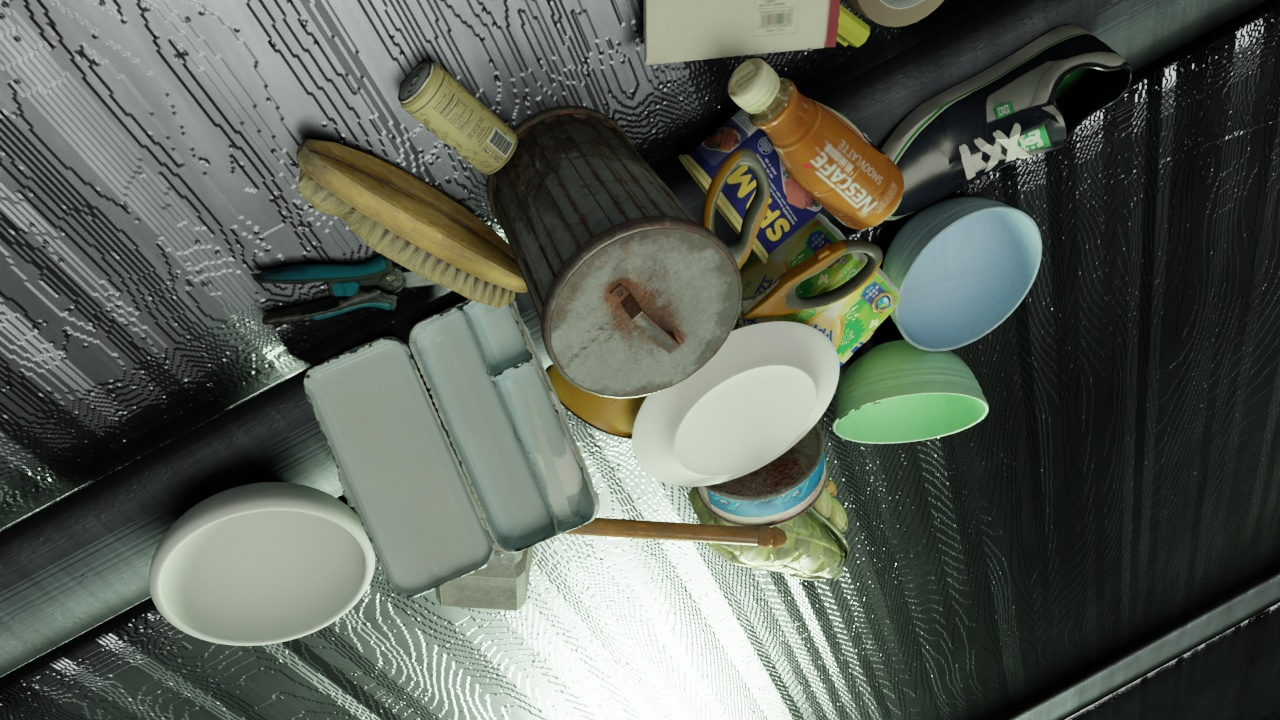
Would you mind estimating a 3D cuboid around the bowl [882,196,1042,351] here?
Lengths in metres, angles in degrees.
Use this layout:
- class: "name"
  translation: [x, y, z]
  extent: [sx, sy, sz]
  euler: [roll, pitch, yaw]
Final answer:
- class: "bowl"
  translation: [0.284, -0.090, 0.851]
  extent: [0.150, 0.074, 0.151]
  euler: [-12, 129, -15]

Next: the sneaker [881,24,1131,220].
- class: "sneaker"
  translation: [0.300, -0.191, 0.776]
  extent: [0.235, 0.079, 0.084]
  euler: [-34, 133, 5]

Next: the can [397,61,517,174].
- class: "can"
  translation: [-0.126, -0.167, 0.636]
  extent: [0.038, 0.038, 0.079]
  euler: [-43, 131, 12]

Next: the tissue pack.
- class: "tissue pack"
  translation: [0.140, -0.017, 0.825]
  extent: [0.198, 0.120, 0.141]
  euler: [-43, 130, 20]

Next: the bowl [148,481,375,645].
- class: "bowl"
  translation: [-0.323, 0.164, 0.792]
  extent: [0.176, 0.066, 0.177]
  euler: [-12, 130, -15]

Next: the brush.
- class: "brush"
  translation: [-0.161, -0.096, 0.664]
  extent: [0.195, 0.059, 0.043]
  euler: [29, 119, -35]

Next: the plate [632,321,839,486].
- class: "plate"
  translation: [0.085, 0.047, 0.761]
  extent: [0.188, 0.016, 0.189]
  euler: [-15, 137, -15]

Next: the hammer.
- class: "hammer"
  translation: [-0.025, 0.152, 0.834]
  extent: [0.317, 0.082, 0.163]
  euler: [4, 127, -1]

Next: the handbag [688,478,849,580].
- class: "handbag"
  translation: [0.144, 0.158, 0.964]
  extent: [0.186, 0.113, 0.117]
  euler: [21, 108, -34]

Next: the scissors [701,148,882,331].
- class: "scissors"
  translation: [0.089, -0.050, 0.708]
  extent: [0.216, 0.016, 0.226]
  euler: [3, 121, -18]

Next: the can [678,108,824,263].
- class: "can"
  translation: [0.101, -0.149, 0.737]
  extent: [0.092, 0.056, 0.116]
  euler: [-40, 131, 8]

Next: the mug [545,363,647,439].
- class: "mug"
  translation: [-0.004, 0.005, 0.774]
  extent: [0.124, 0.100, 0.094]
  euler: [34, 110, 0]

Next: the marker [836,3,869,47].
- class: "marker"
  translation: [0.121, -0.269, 0.678]
  extent: [0.123, 0.017, 0.021]
  euler: [21, 148, -33]

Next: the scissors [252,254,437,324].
- class: "scissors"
  translation: [-0.219, -0.059, 0.695]
  extent: [0.127, 0.019, 0.143]
  euler: [-46, 132, 14]

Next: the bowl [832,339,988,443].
- class: "bowl"
  translation: [0.263, 0.027, 0.917]
  extent: [0.151, 0.077, 0.151]
  euler: [-2, 157, -1]

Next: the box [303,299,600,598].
- class: "box"
  translation: [-0.151, 0.068, 0.739]
  extent: [0.189, 0.037, 0.209]
  euler: [-25, 91, 3]

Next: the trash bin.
- class: "trash bin"
  translation: [-0.025, -0.078, 0.634]
  extent: [0.130, 0.211, 0.131]
  euler: [-12, 130, -15]

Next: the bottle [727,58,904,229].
- class: "bottle"
  translation: [0.126, -0.157, 0.665]
  extent: [0.167, 0.059, 0.059]
  euler: [30, 110, -38]

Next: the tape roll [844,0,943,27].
- class: "tape roll"
  translation: [0.192, -0.298, 0.676]
  extent: [0.093, 0.030, 0.094]
  euler: [-12, 130, -15]

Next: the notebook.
- class: "notebook"
  translation: [0.073, -0.311, 0.612]
  extent: [0.153, 0.012, 0.209]
  euler: [-10, 122, -16]

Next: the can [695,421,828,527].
- class: "can"
  translation: [0.113, 0.096, 0.886]
  extent: [0.130, 0.130, 0.044]
  euler: [-23, 132, -6]
